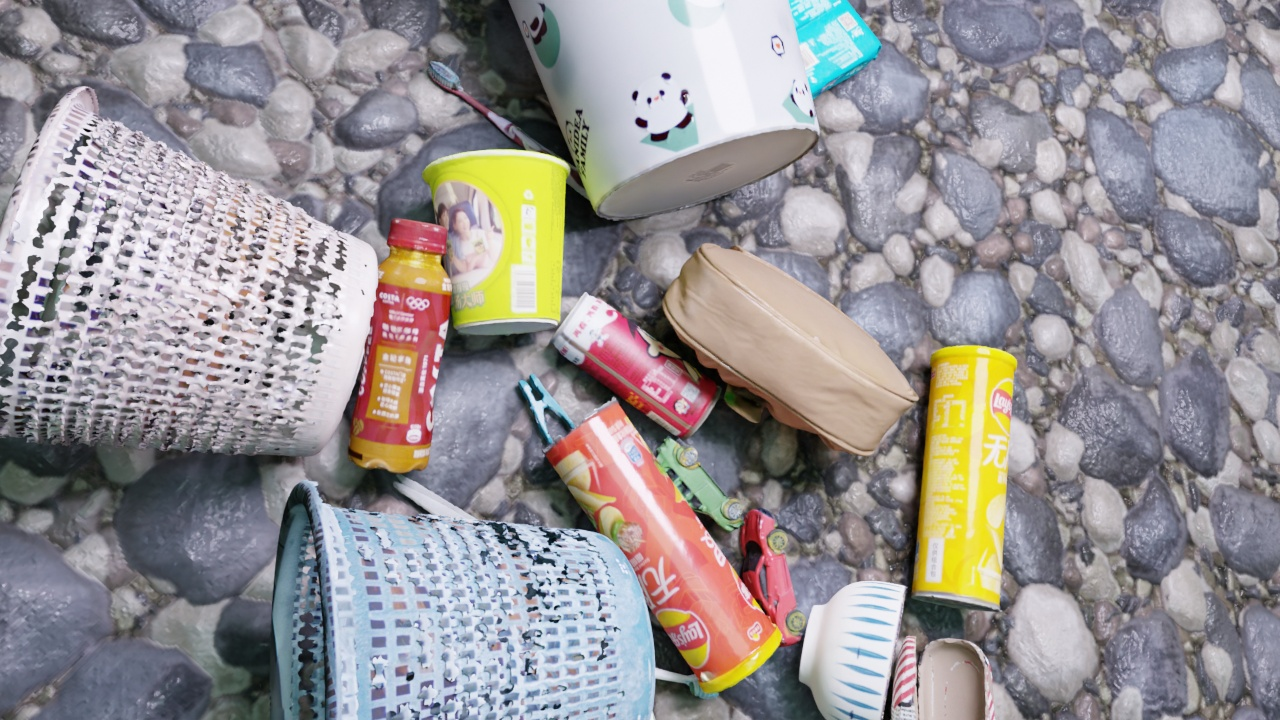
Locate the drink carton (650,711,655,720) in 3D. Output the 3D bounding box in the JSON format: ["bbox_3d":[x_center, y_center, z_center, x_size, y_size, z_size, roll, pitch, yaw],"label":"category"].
[{"bbox_3d":[-0.002,0.309,0.653,0.053,0.046,0.122,-18,82,-20],"label":"drink carton"}]

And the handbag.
[{"bbox_3d":[0.110,-0.009,0.724,0.204,0.147,0.100,36,109,-5],"label":"handbag"}]

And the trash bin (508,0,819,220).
[{"bbox_3d":[0.013,-0.259,0.714,0.229,0.230,0.252,-16,87,-19],"label":"trash bin"}]

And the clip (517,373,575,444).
[{"bbox_3d":[-0.076,0.037,0.717,0.039,0.014,0.056,-34,87,-21],"label":"clip"}]

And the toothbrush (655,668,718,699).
[{"bbox_3d":[-0.047,0.218,0.673,0.224,0.027,0.026,16,114,-12],"label":"toothbrush"}]

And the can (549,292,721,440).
[{"bbox_3d":[-0.004,0.004,0.723,0.133,0.053,0.053,36,70,-5],"label":"can"}]

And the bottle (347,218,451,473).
[{"bbox_3d":[-0.168,-0.011,0.652,0.057,0.057,0.175,7,94,-14],"label":"bottle"}]

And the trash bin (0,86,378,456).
[{"bbox_3d":[-0.281,-0.030,0.582,0.192,0.228,0.227,16,72,-25],"label":"trash bin"}]

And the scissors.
[{"bbox_3d":[-0.117,0.144,0.680,0.174,0.012,0.107,12,73,-12],"label":"scissors"}]

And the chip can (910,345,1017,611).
[{"bbox_3d":[0.272,0.097,0.769,0.072,0.072,0.213,14,73,-12],"label":"chip can"}]

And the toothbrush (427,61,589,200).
[{"bbox_3d":[-0.100,-0.188,0.763,0.187,0.017,0.016,37,70,-4],"label":"toothbrush"}]

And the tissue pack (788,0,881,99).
[{"bbox_3d":[0.150,-0.288,0.842,0.133,0.050,0.093,-36,86,-21],"label":"tissue pack"}]

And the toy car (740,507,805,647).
[{"bbox_3d":[0.098,0.169,0.715,0.031,0.049,0.106,-6,80,-19],"label":"toy car"}]

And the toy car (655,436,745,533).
[{"bbox_3d":[0.046,0.099,0.719,0.036,0.043,0.091,-44,83,-5],"label":"toy car"}]

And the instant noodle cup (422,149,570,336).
[{"bbox_3d":[-0.105,-0.083,0.694,0.111,0.112,0.123,-3,86,-17],"label":"instant noodle cup"}]

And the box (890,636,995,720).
[{"bbox_3d":[0.221,0.297,0.705,0.088,0.076,0.162,14,75,-38],"label":"box"}]

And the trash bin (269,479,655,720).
[{"bbox_3d":[-0.107,0.184,0.551,0.194,0.227,0.226,3,75,-28],"label":"trash bin"}]

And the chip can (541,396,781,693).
[{"bbox_3d":[0.015,0.135,0.682,0.073,0.073,0.216,-32,82,-21],"label":"chip can"}]

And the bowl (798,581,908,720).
[{"bbox_3d":[0.158,0.221,0.694,0.066,0.116,0.116,10,71,19],"label":"bowl"}]
